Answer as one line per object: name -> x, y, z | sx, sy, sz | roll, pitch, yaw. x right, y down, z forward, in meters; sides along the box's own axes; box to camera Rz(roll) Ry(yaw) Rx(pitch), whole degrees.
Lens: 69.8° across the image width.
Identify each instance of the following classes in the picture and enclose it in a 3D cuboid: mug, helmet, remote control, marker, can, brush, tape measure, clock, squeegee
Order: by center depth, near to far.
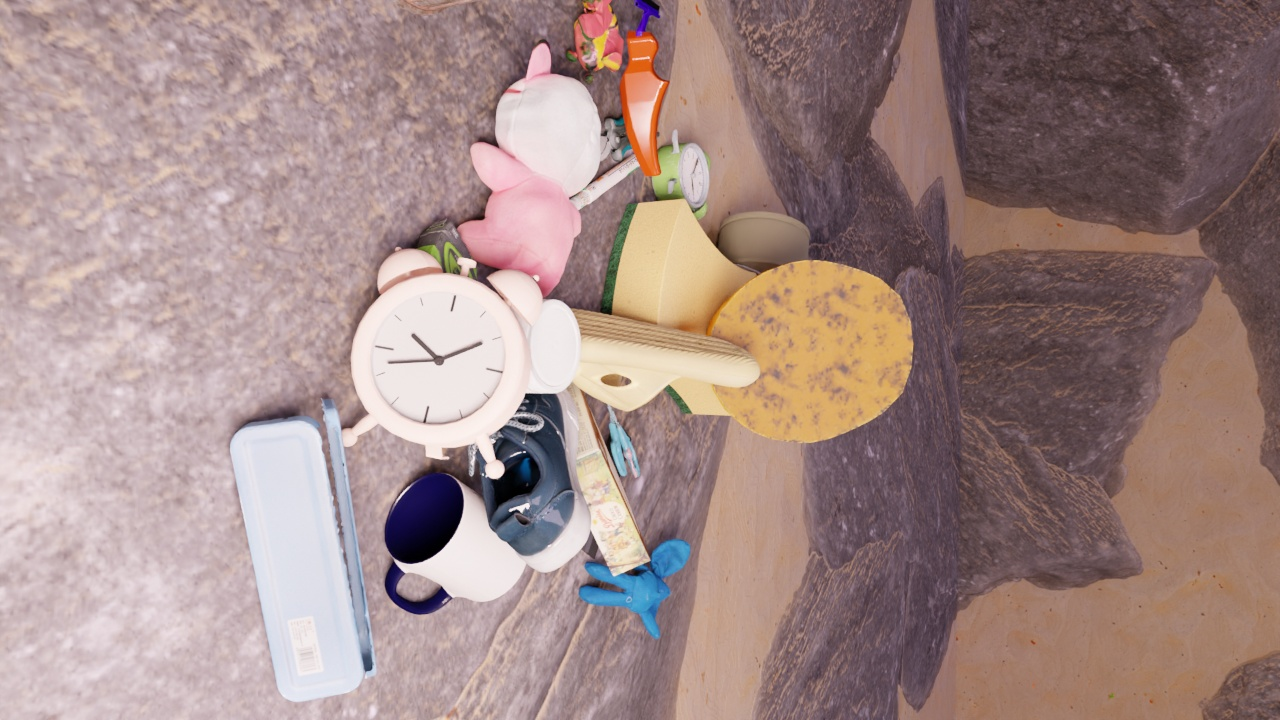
clock -> -0.152, 0.000, 0.720 | 0.086, 0.131, 0.160 | 46, 56, -87
mug -> -0.162, 0.162, 0.765 | 0.112, 0.079, 0.097 | -50, 139, -8
tape measure -> -0.169, -0.076, 0.779 | 0.066, 0.036, 0.058 | 63, 31, -32
mug -> -0.117, -0.013, 0.797 | 0.082, 0.105, 0.082 | -1, 91, -60
squeegee -> 0.005, -0.296, 1.008 | 0.249, 0.055, 0.185 | -72, 157, -71
marker -> -0.039, -0.197, 1.013 | 0.145, 0.017, 0.017 | -48, 130, -49
remote control -> -0.040, 0.147, 1.019 | 0.033, 0.015, 0.146 | 50, 49, -48
helmet -> 0.175, -0.014, 1.086 | 0.255, 0.131, 0.205 | -4, 97, -19
brush -> 0.053, -0.056, 1.113 | 0.250, 0.075, 0.194 | 33, 62, -55
clock -> 0.054, -0.227, 1.144 | 0.119, 0.043, 0.094 | 19, 75, -58
can -> 0.166, -0.142, 1.252 | 0.127, 0.128, 0.073 | 34, 60, -55

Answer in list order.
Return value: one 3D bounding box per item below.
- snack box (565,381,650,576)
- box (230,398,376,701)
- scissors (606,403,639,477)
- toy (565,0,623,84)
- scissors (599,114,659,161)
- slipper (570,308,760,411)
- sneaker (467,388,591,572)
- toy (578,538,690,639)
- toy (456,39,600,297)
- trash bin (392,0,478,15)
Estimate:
snack box -> -0.046, 0.112, 0.906 | 0.143, 0.041, 0.147 | -117, -175, -59
box -> -0.237, 0.134, 0.671 | 0.079, 0.072, 0.210 | -126, -151, -76
scissors -> -0.029, 0.075, 0.987 | 0.119, 0.015, 0.138 | -79, 145, -72
toy -> -0.046, -0.347, 0.973 | 0.084, 0.046, 0.103 | 30, 58, -47
scissors -> -0.018, -0.262, 1.046 | 0.131, 0.019, 0.149 | 30, 66, -53
slipper -> -0.005, 0.005, 0.924 | 0.261, 0.111, 0.079 | 8, 111, -21
sneaker -> -0.103, 0.077, 0.780 | 0.087, 0.089, 0.235 | 45, 13, -33
toy -> 0.002, 0.253, 1.044 | 0.176, 0.071, 0.112 | 25, 80, -57
toy -> -0.092, -0.173, 0.857 | 0.142, 0.084, 0.213 | 35, 64, -55
trash bin -> -0.102, -0.350, 0.711 | 0.130, 0.211, 0.131 | -2, 92, -59
